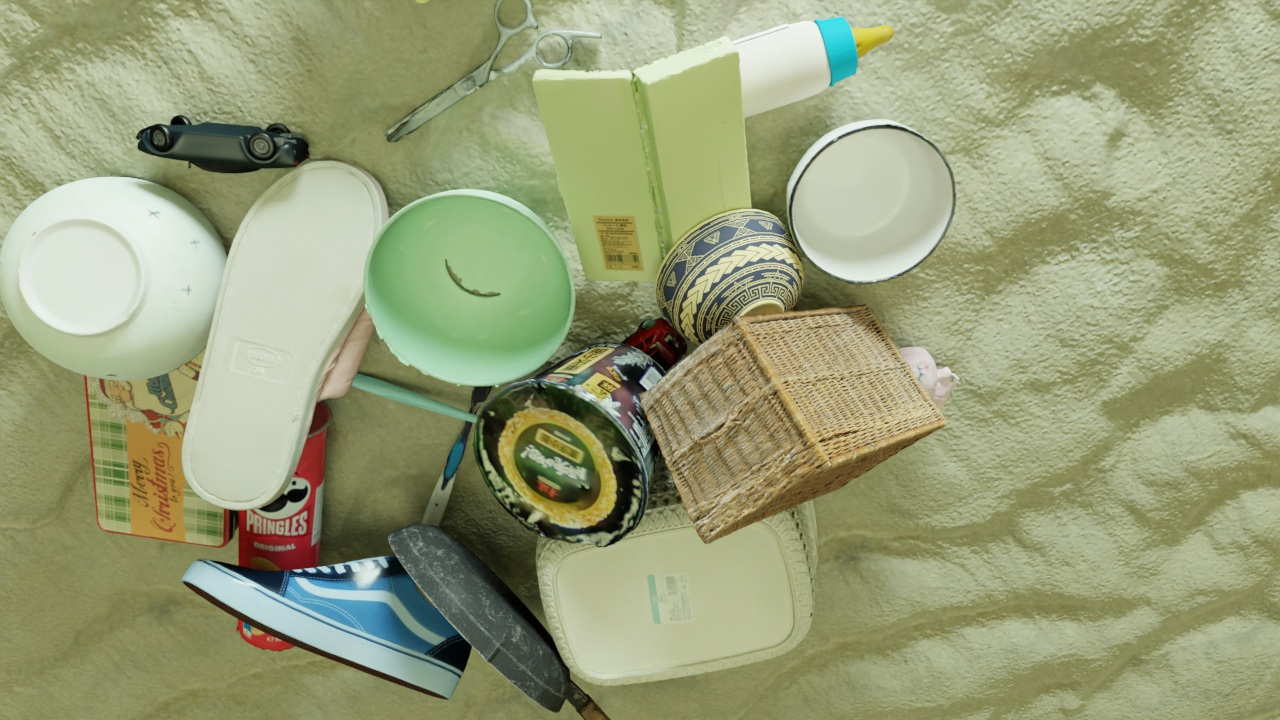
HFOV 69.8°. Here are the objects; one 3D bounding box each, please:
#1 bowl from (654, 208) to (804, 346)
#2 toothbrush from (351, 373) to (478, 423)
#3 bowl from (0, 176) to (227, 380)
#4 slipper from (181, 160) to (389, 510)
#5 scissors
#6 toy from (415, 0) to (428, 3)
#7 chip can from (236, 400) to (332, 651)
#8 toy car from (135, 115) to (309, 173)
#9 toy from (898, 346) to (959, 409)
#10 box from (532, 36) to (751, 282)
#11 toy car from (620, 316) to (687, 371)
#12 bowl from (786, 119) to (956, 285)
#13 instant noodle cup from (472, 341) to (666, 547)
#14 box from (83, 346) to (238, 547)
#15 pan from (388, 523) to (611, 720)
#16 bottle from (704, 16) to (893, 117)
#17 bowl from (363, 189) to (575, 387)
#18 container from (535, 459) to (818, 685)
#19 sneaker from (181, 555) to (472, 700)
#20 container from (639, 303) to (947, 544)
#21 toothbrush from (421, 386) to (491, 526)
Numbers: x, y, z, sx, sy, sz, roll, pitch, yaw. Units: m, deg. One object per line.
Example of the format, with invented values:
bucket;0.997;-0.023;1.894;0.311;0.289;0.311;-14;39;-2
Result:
bowl;0.074;-0.047;0.673;0.112;0.061;0.113;-16;139;-15
toothbrush;-0.162;0.042;0.756;0.180;0.016;0.017;19;124;2
bowl;-0.384;-0.059;0.659;0.153;0.073;0.153;0;93;-8
slipper;-0.265;-0.019;0.692;0.114;0.054;0.274;22;91;-3
scissors;-0.107;-0.195;0.652;0.095;0.014;0.171;34;109;-15
toy;-0.131;-0.306;0.571;0.170;0.064;0.155;-6;105;-5
chip can;-0.311;0.143;0.792;0.073;0.073;0.233;11;117;-5
toy car;-0.297;-0.152;0.656;0.112;0.046;0.034;4;114;-4
toy;0.198;0.012;0.738;0.110;0.047;0.064;22;125;6
box;0.009;-0.124;0.637;0.141;0.043;0.188;-5;141;5
toy car;-0.004;0.004;0.742;0.091;0.036;0.042;-35;111;23
bowl;0.160;-0.119;0.660;0.116;0.065;0.116;0;117;0
instant noodle cup;-0.036;0.055;0.689;0.137;0.112;0.137;12;119;22
box;-0.391;0.059;0.763;0.117;0.049;0.206;12;117;-5
pan;-0.076;0.263;0.781;0.040;0.208;0.357;-45;101;-10
bottle;0.100;-0.202;0.626;0.146;0.051;0.051;-16;116;8
bowl;-0.122;-0.062;0.684;0.151;0.076;0.151;0;117;0
container;0.029;0.165;0.762;0.246;0.142;0.184;-13;103;7
sneaker;-0.251;0.199;0.775;0.241;0.098;0.084;29;152;-19
container;0.110;0.038;0.654;0.114;0.198;0.112;-40;69;36
toothbrush;-0.160;0.086;0.794;0.016;0.017;0.189;25;116;0
